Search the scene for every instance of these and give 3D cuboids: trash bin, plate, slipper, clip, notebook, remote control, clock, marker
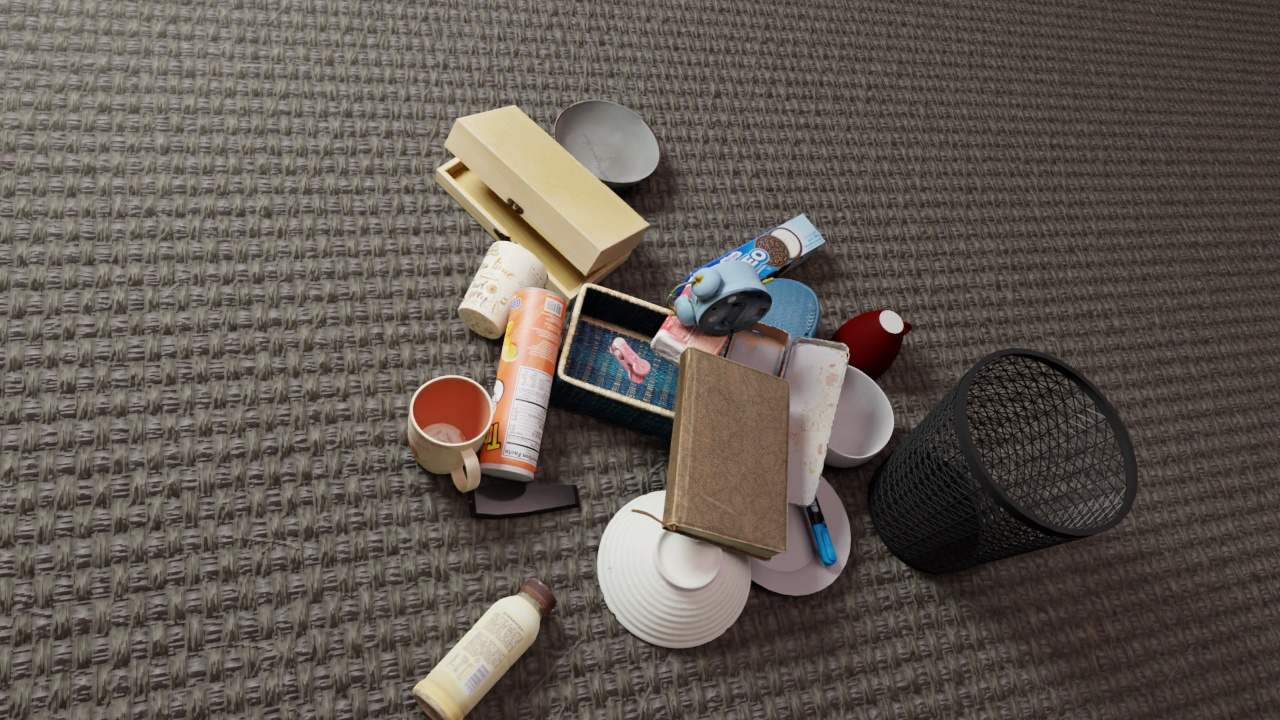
[{"bbox_3d":[0.402,0.139,1.080,0.216,0.244,0.216,9,60,-15],"label":"trash bin"},{"bbox_3d":[0.170,0.198,1.100,0.172,0.019,0.172,9,60,-15],"label":"plate"},{"bbox_3d":[0.164,-0.013,1.196,0.104,0.059,0.213,21,71,2],"label":"slipper"},{"bbox_3d":[-0.014,0.002,1.061,0.022,0.038,0.059,-33,78,-28],"label":"clip"},{"bbox_3d":[0.082,0.097,1.002,0.190,0.035,0.215,20,60,-25],"label":"notebook"},{"bbox_3d":[-0.128,0.154,1.024,0.124,0.010,0.039,-1,62,-21],"label":"remote control"},{"bbox_3d":[0.089,-0.072,1.050,0.124,0.089,0.051,-3,59,-25],"label":"clock"},{"bbox_3d":[0.211,0.185,1.100,0.018,0.015,0.123,-4,62,-21],"label":"marker"}]

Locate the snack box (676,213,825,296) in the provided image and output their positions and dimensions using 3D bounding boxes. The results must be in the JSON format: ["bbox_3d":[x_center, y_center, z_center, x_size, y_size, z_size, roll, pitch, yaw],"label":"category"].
[{"bbox_3d":[0.153,-0.130,1.256,0.225,0.060,0.059,-29,78,-30],"label":"snack box"}]

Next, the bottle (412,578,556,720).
[{"bbox_3d":[-0.150,0.288,0.915,0.056,0.057,0.161,42,57,6],"label":"bottle"}]

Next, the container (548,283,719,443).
[{"bbox_3d":[-0.007,0.007,1.114,0.187,0.071,0.145,19,57,-9],"label":"container"}]

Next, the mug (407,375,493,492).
[{"bbox_3d":[-0.201,0.087,0.980,0.085,0.105,0.111,-19,71,-27],"label":"mug"}]

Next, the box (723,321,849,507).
[{"bbox_3d":[0.161,0.060,1.104,0.154,0.058,0.216,16,66,6],"label":"box"}]

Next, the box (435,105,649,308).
[{"bbox_3d":[-0.131,-0.201,1.187,0.249,0.123,0.140,44,34,7],"label":"box"}]

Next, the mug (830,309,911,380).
[{"bbox_3d":[0.327,-0.033,1.244,0.113,0.089,0.087,-16,69,-27],"label":"mug"}]

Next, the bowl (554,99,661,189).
[{"bbox_3d":[-0.051,-0.287,1.271,0.150,0.057,0.150,8,59,-15],"label":"bowl"}]

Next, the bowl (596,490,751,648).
[{"bbox_3d":[0.045,0.218,1.001,0.177,0.071,0.177,5,65,-10],"label":"bowl"}]

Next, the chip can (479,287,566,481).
[{"bbox_3d":[-0.132,0.026,1.035,0.062,0.062,0.210,13,72,-12],"label":"chip can"}]

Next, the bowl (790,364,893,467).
[{"bbox_3d":[0.248,0.076,1.169,0.131,0.065,0.131,9,60,-15],"label":"bowl"}]

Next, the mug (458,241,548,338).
[{"bbox_3d":[-0.155,-0.069,1.113,0.122,0.081,0.097,40,62,-20],"label":"mug"}]

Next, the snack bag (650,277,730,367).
[{"bbox_3d":[0.069,-0.040,1.100,0.077,0.036,0.115,32,56,-1],"label":"snack bag"}]
